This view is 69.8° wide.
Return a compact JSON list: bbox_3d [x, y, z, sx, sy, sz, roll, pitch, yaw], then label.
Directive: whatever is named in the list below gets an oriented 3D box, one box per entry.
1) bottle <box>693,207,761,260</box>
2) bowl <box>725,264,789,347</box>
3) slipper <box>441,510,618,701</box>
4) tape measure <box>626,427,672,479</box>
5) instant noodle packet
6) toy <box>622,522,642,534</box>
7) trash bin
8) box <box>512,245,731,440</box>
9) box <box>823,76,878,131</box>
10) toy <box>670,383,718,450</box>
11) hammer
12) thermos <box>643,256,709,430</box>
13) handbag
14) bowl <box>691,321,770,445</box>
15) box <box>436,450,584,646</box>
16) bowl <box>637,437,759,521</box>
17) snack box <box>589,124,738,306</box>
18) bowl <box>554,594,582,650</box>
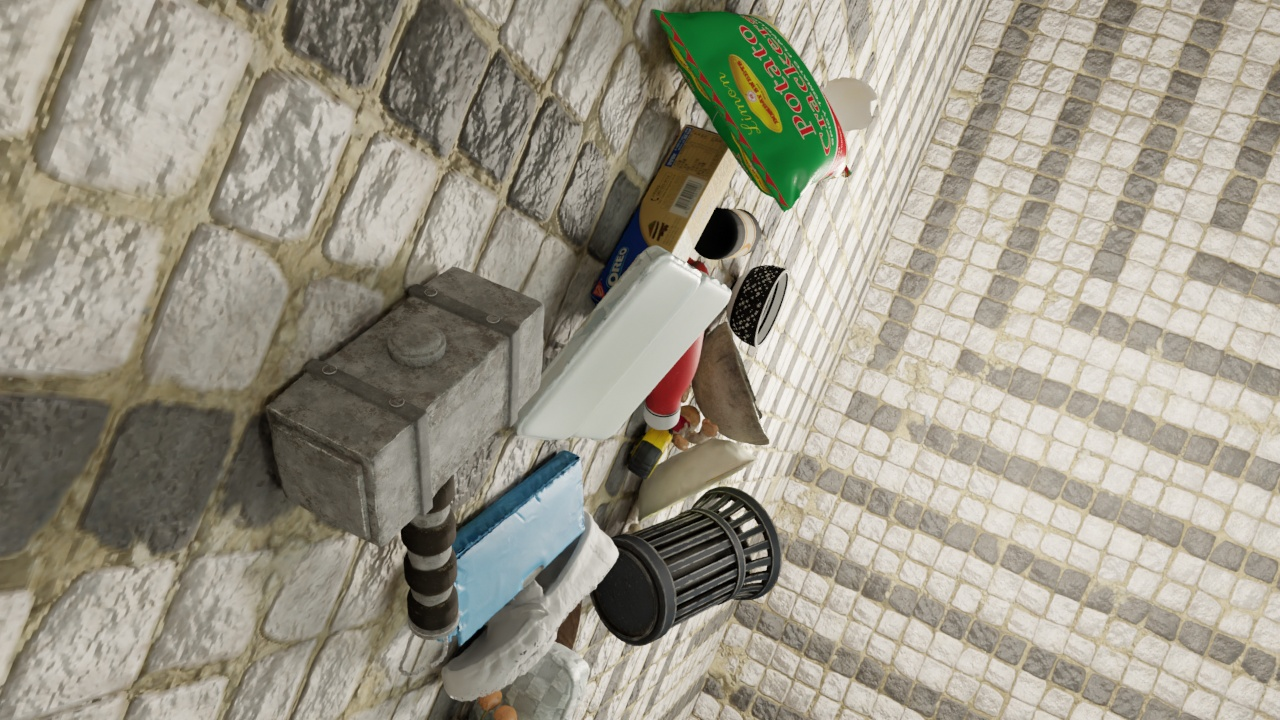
[{"bbox_3d":[0.115,-0.155,1.114,0.181,0.059,0.059,-21,131,-67],"label":"bottle"},{"bbox_3d":[0.161,-0.085,1.324,0.119,0.066,0.120,-55,159,-34],"label":"bowl"},{"bbox_3d":[-0.109,0.242,0.923,0.112,0.074,0.246,-30,-170,45],"label":"slipper"},{"bbox_3d":[0.010,0.116,1.175,0.066,0.037,0.064,-62,173,33],"label":"tape measure"},{"bbox_3d":[0.116,-0.239,0.852,0.091,0.195,0.252,-33,-178,31],"label":"instant noodle packet"},{"bbox_3d":[-0.016,0.287,1.305,0.091,0.046,0.115,-35,136,-51],"label":"toy"},{"bbox_3d":[0.054,0.276,1.226,0.226,0.164,0.164,-11,125,-45],"label":"trash bin"},{"bbox_3d":[-0.011,-0.004,0.845,0.209,0.037,0.188,-48,152,10],"label":"box"},{"bbox_3d":[0.175,-0.261,1.013,0.106,0.150,0.080,-60,150,-29],"label":"box"},{"bbox_3d":[0.063,0.086,1.235,0.074,0.085,0.106,-43,168,-6],"label":"toy"},{"bbox_3d":[-0.147,0.109,0.635,0.176,0.079,0.327,-49,155,-45],"label":"hammer"},{"bbox_3d":[0.031,-0.009,1.025,0.073,0.073,0.240,-53,158,-39],"label":"thermos"},{"bbox_3d":[-0.134,0.376,0.961,0.123,0.112,0.171,18,95,-65],"label":"handbag"},{"bbox_3d":[0.114,0.041,1.268,0.178,0.081,0.178,-18,89,-84],"label":"bowl"},{"bbox_3d":[-0.115,0.167,0.849,0.230,0.052,0.093,-33,141,-61],"label":"box"},{"bbox_3d":[0.069,0.157,1.275,0.188,0.060,0.220,-20,169,-37],"label":"bowl"},{"bbox_3d":[0.024,-0.127,0.890,0.206,0.057,0.056,-62,161,-14],"label":"snack box"},{"bbox_3d":[-0.101,0.316,1.064,0.118,0.030,0.118,-162,-89,-79],"label":"bowl"}]
